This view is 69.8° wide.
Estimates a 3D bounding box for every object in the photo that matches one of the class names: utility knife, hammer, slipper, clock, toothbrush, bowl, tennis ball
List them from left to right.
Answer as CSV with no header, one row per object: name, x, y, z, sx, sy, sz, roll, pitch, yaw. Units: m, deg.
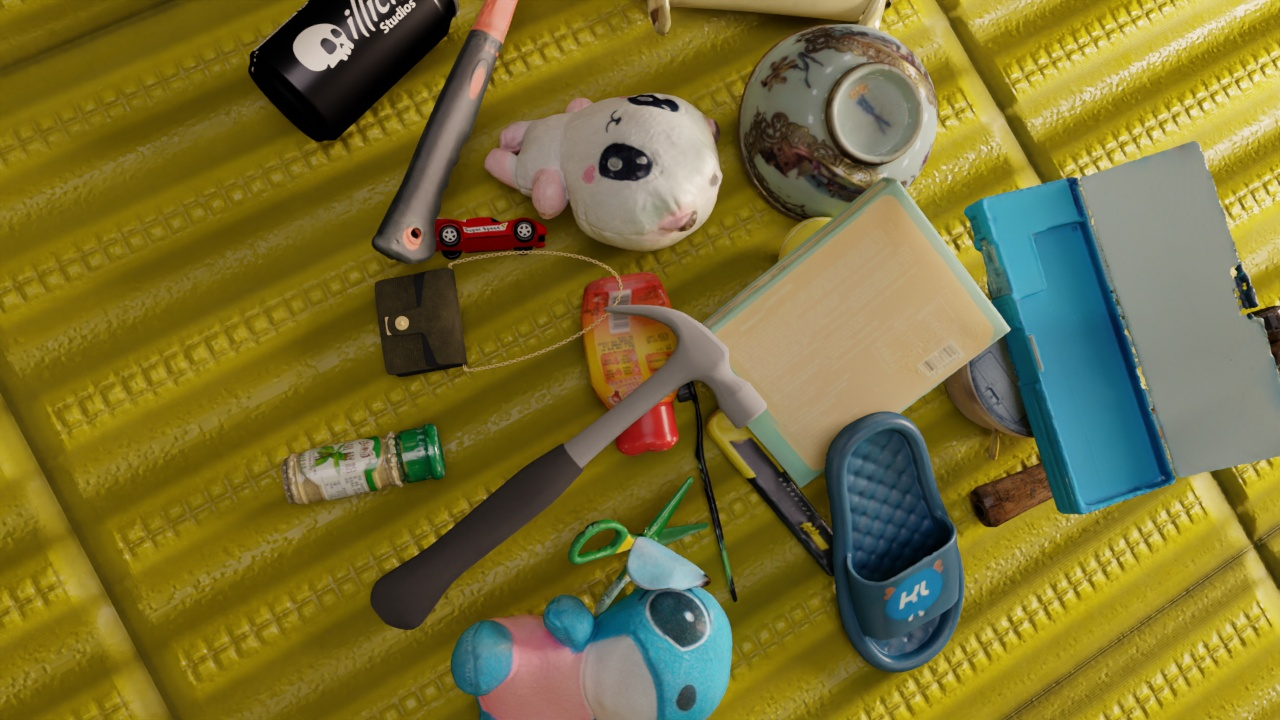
hammer,-0.118,-0.222,0.670,0.133,0.033,0.332,30,73,-45
hammer,-0.067,0.079,0.651,0.311,0.029,0.125,-39,88,2
toothbrush,0.050,0.093,0.708,0.017,0.014,0.188,-12,85,2
utility knife,0.113,0.108,0.714,0.028,0.020,0.174,-41,91,-10
tennis ball,0.141,-0.079,0.718,0.065,0.065,0.065,1,82,-9
bowl,0.162,-0.184,0.702,0.160,0.094,0.160,-1,98,-9
slipper,0.194,0.138,0.680,0.103,0.059,0.214,-18,108,-12
clock,0.317,-0.006,0.741,0.157,0.059,0.117,-37,91,-12
hammer,0.424,0.067,0.764,0.330,0.033,0.120,-22,88,-11

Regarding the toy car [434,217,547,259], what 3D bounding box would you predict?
toy car,-0.116,-0.095,0.692,0.089,0.038,0.025,-5,81,-10

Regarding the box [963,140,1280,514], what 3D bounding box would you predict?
box,0.361,-0.024,0.691,0.175,0.060,0.243,-16,86,5

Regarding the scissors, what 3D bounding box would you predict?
scissors,0.001,0.142,0.676,0.126,0.011,0.123,-7,116,-34

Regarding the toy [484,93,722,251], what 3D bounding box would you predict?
toy,-0.026,-0.146,0.688,0.180,0.102,0.138,13,58,10

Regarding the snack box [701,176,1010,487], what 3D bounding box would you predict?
snack box,0.149,-0.018,0.678,0.194,0.044,0.141,-39,102,11

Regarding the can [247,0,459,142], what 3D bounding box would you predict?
can,-0.209,-0.235,0.674,0.080,0.080,0.146,42,78,-2

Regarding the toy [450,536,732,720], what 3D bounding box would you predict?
toy,-0.026,0.228,0.637,0.191,0.099,0.224,-9,113,-7

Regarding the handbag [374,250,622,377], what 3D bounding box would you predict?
handbag,-0.103,-0.038,0.672,0.178,0.027,0.084,-10,84,4

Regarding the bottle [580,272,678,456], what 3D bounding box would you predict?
bottle,-0.004,0.004,0.692,0.071,0.048,0.134,-8,84,-8

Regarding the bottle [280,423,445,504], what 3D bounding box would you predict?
bottle,-0.197,0.075,0.657,0.110,0.043,0.042,-11,84,-9

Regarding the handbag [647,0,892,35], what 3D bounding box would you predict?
handbag,0.114,-0.351,0.740,0.232,0.089,0.191,0,86,-10
